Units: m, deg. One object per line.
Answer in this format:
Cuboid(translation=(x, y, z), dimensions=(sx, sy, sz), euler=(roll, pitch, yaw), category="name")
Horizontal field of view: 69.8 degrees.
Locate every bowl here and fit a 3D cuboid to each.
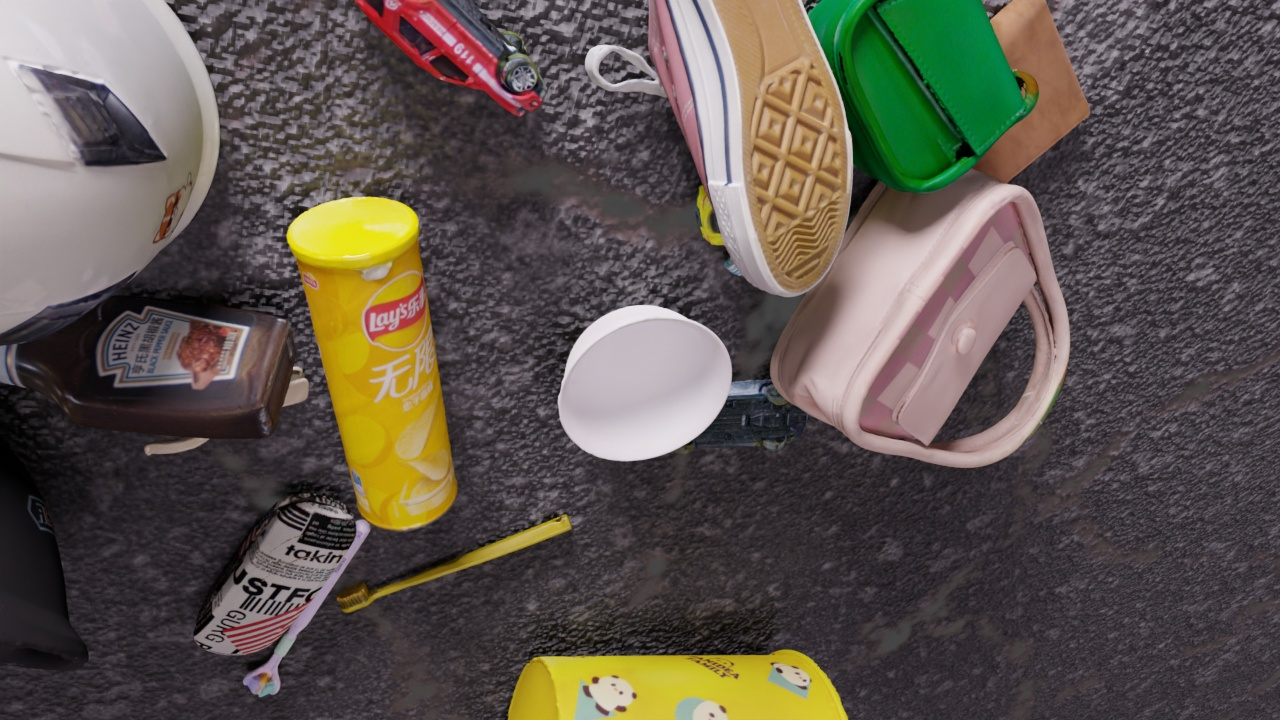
Cuboid(translation=(-0.004, 0.004, 0.624), dimensions=(0.118, 0.064, 0.118), euler=(-9, 127, -12), category="bowl")

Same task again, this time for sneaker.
Cuboid(translation=(0.046, -0.152, 0.514), dimensions=(0.118, 0.088, 0.241), euler=(-30, 112, -25), category="sneaker")

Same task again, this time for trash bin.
Cuboid(translation=(0.021, 0.366, 0.814), dimensions=(0.255, 0.229, 0.230), euler=(11, 121, -19), category="trash bin")

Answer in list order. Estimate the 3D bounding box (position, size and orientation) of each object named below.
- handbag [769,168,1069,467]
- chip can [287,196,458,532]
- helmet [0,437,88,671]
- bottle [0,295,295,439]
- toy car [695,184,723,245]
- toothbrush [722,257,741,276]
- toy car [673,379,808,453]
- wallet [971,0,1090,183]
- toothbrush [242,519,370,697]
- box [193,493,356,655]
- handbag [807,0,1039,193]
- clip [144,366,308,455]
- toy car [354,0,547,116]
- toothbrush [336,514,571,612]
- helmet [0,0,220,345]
Cuboid(translation=(0.223, -0.008, 0.650), dimensions=(0.234, 0.093, 0.193), euler=(31, 95, -35), category="handbag")
Cuboid(translation=(-0.160, 0.008, 0.571), dimensions=(0.072, 0.072, 0.214), euler=(-9, 129, -13), category="chip can")
Cuboid(translation=(-0.426, 0.103, 0.450), dimensions=(0.274, 0.230, 0.234), euler=(0, 158, -22), category="helmet")
Cuboid(translation=(-0.300, -0.001, 0.512), dimensions=(0.195, 0.079, 0.044), euler=(7, 143, -8), category="bottle")
Cuboid(translation=(0.087, -0.105, 0.596), dimensions=(0.105, 0.032, 0.048), euler=(-19, 129, -7), category="toy car")
Cuboid(translation=(0.158, -0.052, 0.662), dimensions=(0.220, 0.026, 0.026), euler=(9, 148, -25), category="toothbrush")
Cuboid(translation=(0.068, 0.040, 0.696), dimensions=(0.120, 0.036, 0.054), euler=(-4, 128, -4), category="toy car")
Cuboid(translation=(0.238, -0.169, 0.609), dimensions=(0.101, 0.020, 0.115), euler=(-39, 130, 12), category="wallet")
Cuboid(translation=(-0.256, 0.191, 0.706), dimensions=(0.029, 0.021, 0.189), euler=(28, 111, -21), category="toothbrush")
Cuboid(translation=(-0.265, 0.160, 0.663), dimensions=(0.068, 0.052, 0.164), euler=(13, 122, -48), category="box")
Cuboid(translation=(0.165, -0.172, 0.540), dimensions=(0.120, 0.068, 0.131), euler=(-34, 115, 1), category="handbag")
Cuboid(translation=(-0.260, 0.030, 0.557), dimensions=(0.102, 0.095, 0.035), euler=(8, 123, -11), category="clip")
Cuboid(translation=(-0.099, -0.171, 0.471), dimensions=(0.045, 0.053, 0.120), euler=(-43, 124, 16), category="toy car")
Cuboid(translation=(-0.146, 0.157, 0.722), dimensions=(0.190, 0.015, 0.017), euler=(-19, 123, -4), category="toothbrush")
Cuboid(translation=(-0.330, -0.093, 0.382), dimensions=(0.273, 0.156, 0.231), euler=(17, 119, -29), category="helmet")
